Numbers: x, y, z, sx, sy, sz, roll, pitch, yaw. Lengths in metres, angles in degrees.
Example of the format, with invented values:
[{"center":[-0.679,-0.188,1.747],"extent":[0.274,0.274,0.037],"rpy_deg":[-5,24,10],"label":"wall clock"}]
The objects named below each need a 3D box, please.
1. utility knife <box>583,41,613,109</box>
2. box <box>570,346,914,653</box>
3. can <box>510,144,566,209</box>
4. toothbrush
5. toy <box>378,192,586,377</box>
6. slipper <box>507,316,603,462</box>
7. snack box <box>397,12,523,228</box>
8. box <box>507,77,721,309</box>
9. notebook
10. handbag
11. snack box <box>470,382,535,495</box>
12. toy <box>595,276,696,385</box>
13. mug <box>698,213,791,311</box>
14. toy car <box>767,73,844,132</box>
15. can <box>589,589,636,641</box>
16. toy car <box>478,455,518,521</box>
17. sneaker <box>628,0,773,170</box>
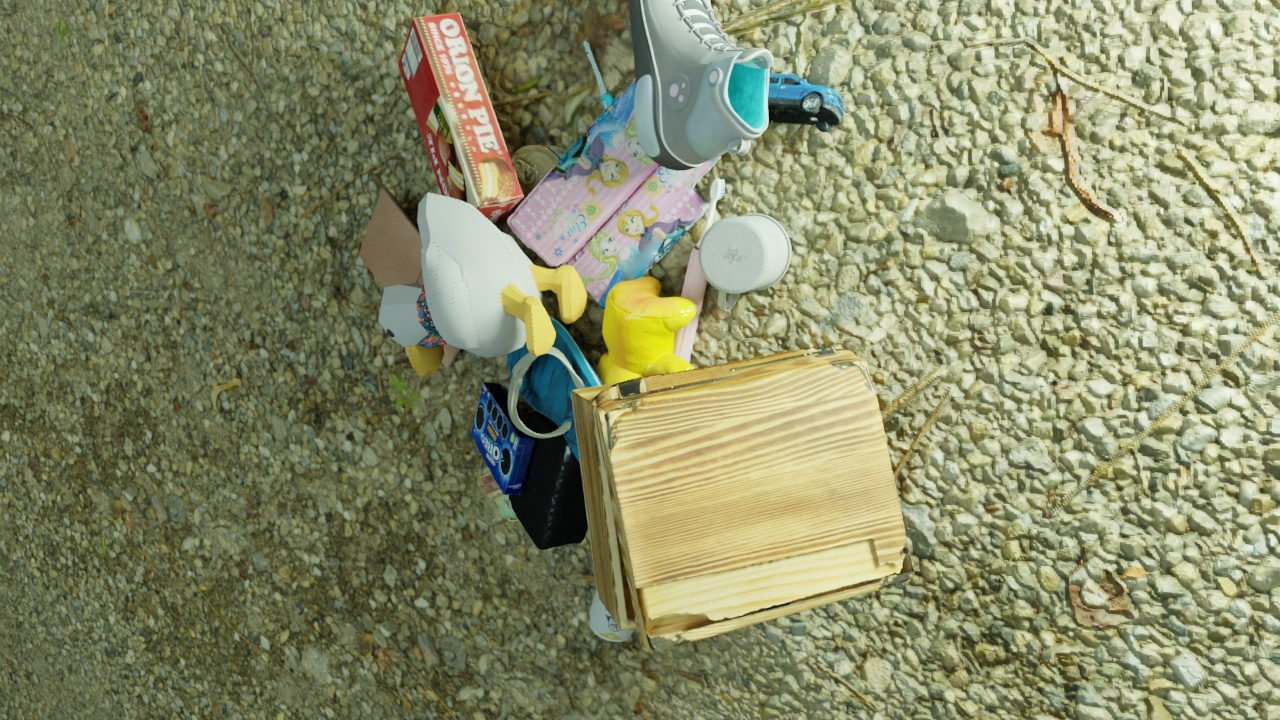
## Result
[{"center":[-0.035,-0.287,1.053],"extent":[0.022,0.015,0.169],"rpy_deg":[-22,88,60],"label":"utility knife"},{"center":[0.094,0.118,0.907],"extent":[0.279,0.176,0.247],"rpy_deg":[-9,97,-14],"label":"box"},{"center":[-0.117,-0.214,1.097],"extent":[0.086,0.043,0.086],"rpy_deg":[7,104,27],"label":"can"},{"center":[0.065,-0.095,1.034],"extent":[0.027,0.026,0.223],"rpy_deg":[24,112,30],"label":"toothbrush"},{"center":[-0.203,-0.077,1.058],"extent":[0.268,0.140,0.247],"rpy_deg":[8,127,26],"label":"toy"},{"center":[-0.104,0.032,1.061],"extent":[0.295,0.060,0.118],"rpy_deg":[47,120,48],"label":"slipper"},{"center":[-0.217,-0.276,1.090],"extent":[0.113,0.060,0.236],"rpy_deg":[-26,82,63],"label":"snack box"},{"center":[-0.023,-0.181,1.035],"extent":[0.159,0.035,0.231],"rpy_deg":[45,111,-3],"label":"box"},{"center":[-0.294,-0.106,1.213],"extent":[0.209,0.008,0.142],"rpy_deg":[50,138,10],"label":"notebook"},{"center":[-0.093,0.141,1.156],"extent":[0.125,0.114,0.154],"rpy_deg":[36,122,43],"label":"handbag"},{"center":[-0.177,0.097,1.165],"extent":[0.150,0.027,0.082],"rpy_deg":[45,123,54],"label":"snack box"},{"center":[-0.006,0.006,1.041],"extent":[0.134,0.087,0.194],"rpy_deg":[44,130,43],"label":"toy"},{"center":[0.106,-0.101,0.985],"extent":[0.084,0.070,0.113],"rpy_deg":[30,112,20],"label":"mug"},{"center":[0.149,-0.265,0.933],"extent":[0.120,0.056,0.043],"rpy_deg":[16,85,31],"label":"toy car"},{"center":[-0.024,0.294,1.149],"extent":[0.064,0.064,0.127],"rpy_deg":[25,112,22],"label":"can"},{"center":[-0.187,0.163,1.218],"extent":[0.047,0.047,0.112],"rpy_deg":[-25,86,30],"label":"toy car"},{"center":[0.066,-0.324,0.902],"extent":[0.161,0.092,0.256],"rpy_deg":[0,92,55],"label":"sneaker"}]
